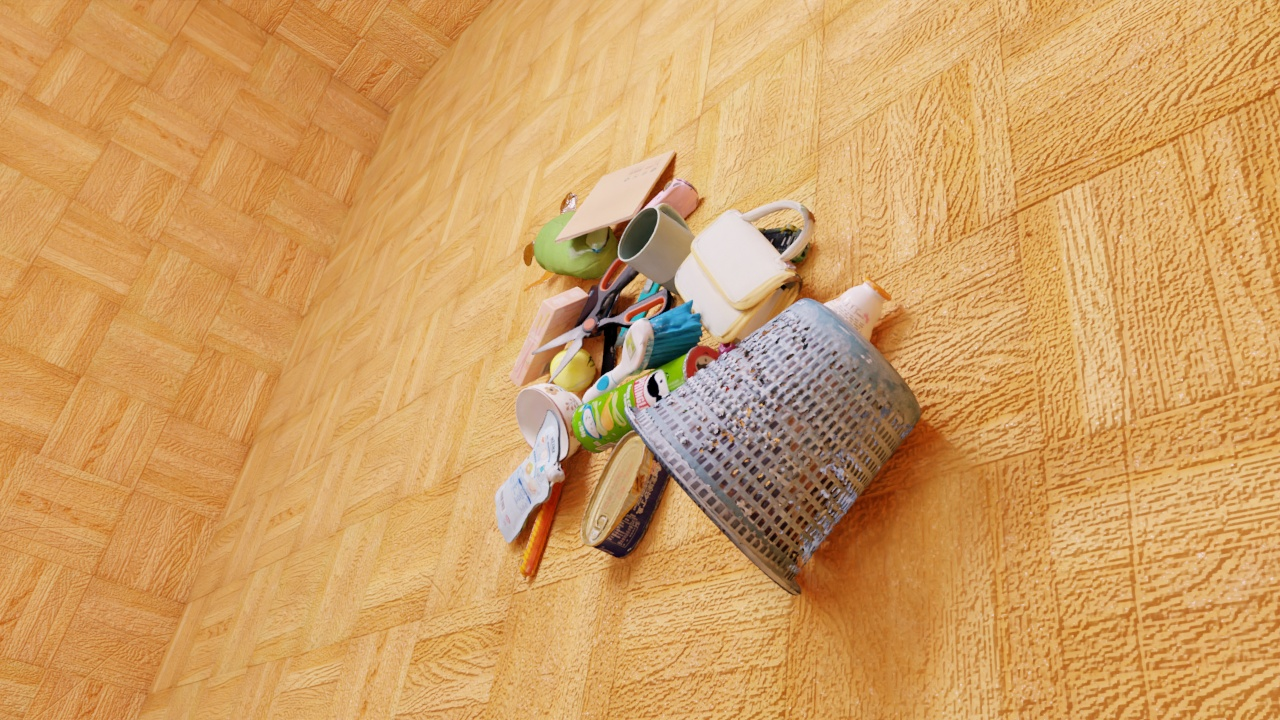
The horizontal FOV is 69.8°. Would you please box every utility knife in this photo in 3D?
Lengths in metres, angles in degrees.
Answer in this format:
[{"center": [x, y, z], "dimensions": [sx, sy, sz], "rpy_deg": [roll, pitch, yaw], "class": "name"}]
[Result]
[{"center": [0.016, -0.111, 1.318], "dimensions": [0.029, 0.013, 0.209], "rpy_deg": [19, 79, 42], "class": "utility knife"}]

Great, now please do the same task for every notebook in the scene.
[{"center": [-0.037, -0.259, 1.438], "dimensions": [0.148, 0.008, 0.207], "rpy_deg": [-13, 33, 33], "class": "notebook"}]

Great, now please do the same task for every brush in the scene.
[{"center": [-0.007, 0.007, 1.175], "dimensions": [0.315, 0.109, 0.060], "rpy_deg": [119, 135, -69], "class": "brush"}]

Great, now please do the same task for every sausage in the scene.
[{"center": [-0.131, 0.217, 1.240], "dimensions": [0.022, 0.021, 0.164], "rpy_deg": [-13, 53, 52], "class": "sausage"}]

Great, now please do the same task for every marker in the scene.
[{"center": [-0.046, -0.014, 1.319], "dimensions": [0.022, 0.020, 0.131], "rpy_deg": [-18, 46, 23], "class": "marker"}]

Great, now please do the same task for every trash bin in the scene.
[{"center": [0.131, 0.061, 0.822], "dimensions": [0.195, 0.226, 0.226], "rpy_deg": [-43, 31, 2], "class": "trash bin"}]

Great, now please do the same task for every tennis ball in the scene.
[{"center": [-0.098, 0.013, 1.329], "dimensions": [0.066, 0.065, 0.065], "rpy_deg": [-37, 36, 34], "class": "tennis ball"}]

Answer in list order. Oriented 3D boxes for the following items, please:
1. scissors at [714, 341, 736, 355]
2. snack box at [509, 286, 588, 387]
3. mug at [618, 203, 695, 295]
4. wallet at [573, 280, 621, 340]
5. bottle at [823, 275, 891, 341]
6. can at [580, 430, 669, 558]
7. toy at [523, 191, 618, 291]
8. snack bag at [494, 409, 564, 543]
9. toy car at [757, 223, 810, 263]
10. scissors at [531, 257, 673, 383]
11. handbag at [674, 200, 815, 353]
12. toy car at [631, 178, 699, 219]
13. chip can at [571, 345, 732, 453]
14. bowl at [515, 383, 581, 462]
[{"center": [0.084, 0.016, 1.105], "dimensions": [0.129, 0.017, 0.133], "rpy_deg": [-3, 65, 53], "class": "scissors"}, {"center": [-0.138, -0.035, 1.379], "dimensions": [0.084, 0.026, 0.158], "rpy_deg": [-29, -27, -51], "class": "snack box"}, {"center": [0.038, -0.154, 1.232], "dimensions": [0.082, 0.106, 0.111], "rpy_deg": [-25, 44, 46], "class": "mug"}, {"center": [-0.066, -0.076, 1.386], "dimensions": [0.122, 0.020, 0.096], "rpy_deg": [-3, 62, 67], "class": "wallet"}, {"center": [0.202, -0.033, 0.919], "dimensions": [0.108, 0.063, 0.063], "rpy_deg": [-51, 31, 16], "class": "bottle"}, {"center": [-0.016, 0.159, 1.090], "dimensions": [0.075, 0.049, 0.148], "rpy_deg": [6, 69, 58], "class": "can"}, {"center": [-0.110, -0.191, 1.508], "dimensions": [0.227, 0.090, 0.247], "rpy_deg": [-46, 33, -4], "class": "toy"}, {"center": [-0.149, 0.162, 1.252], "dimensions": [0.192, 0.038, 0.110], "rpy_deg": [-52, 29, 41], "class": "snack bag"}, {"center": [0.163, -0.135, 1.097], "dimensions": [0.091, 0.036, 0.043], "rpy_deg": [9, 72, 56], "class": "toy car"}, {"center": [-0.052, -0.064, 1.304], "dimensions": [0.221, 0.022, 0.221], "rpy_deg": [-8, 55, 28], "class": "scissors"}, {"center": [0.123, -0.116, 1.059], "dimensions": [0.179, 0.063, 0.163], "rpy_deg": [-57, 37, 23], "class": "handbag"}, {"center": [0.033, -0.213, 1.344], "dimensions": [0.123, 0.056, 0.037], "rpy_deg": [-41, 31, 28], "class": "toy car"}, {"center": [0.007, 0.053, 1.116], "dimensions": [0.237, 0.072, 0.072], "rpy_deg": [-27, 42, 48], "class": "chip can"}, {"center": [-0.116, 0.081, 1.281], "dimensions": [0.062, 0.113, 0.114], "rpy_deg": [-26, 6, -40], "class": "bowl"}]
